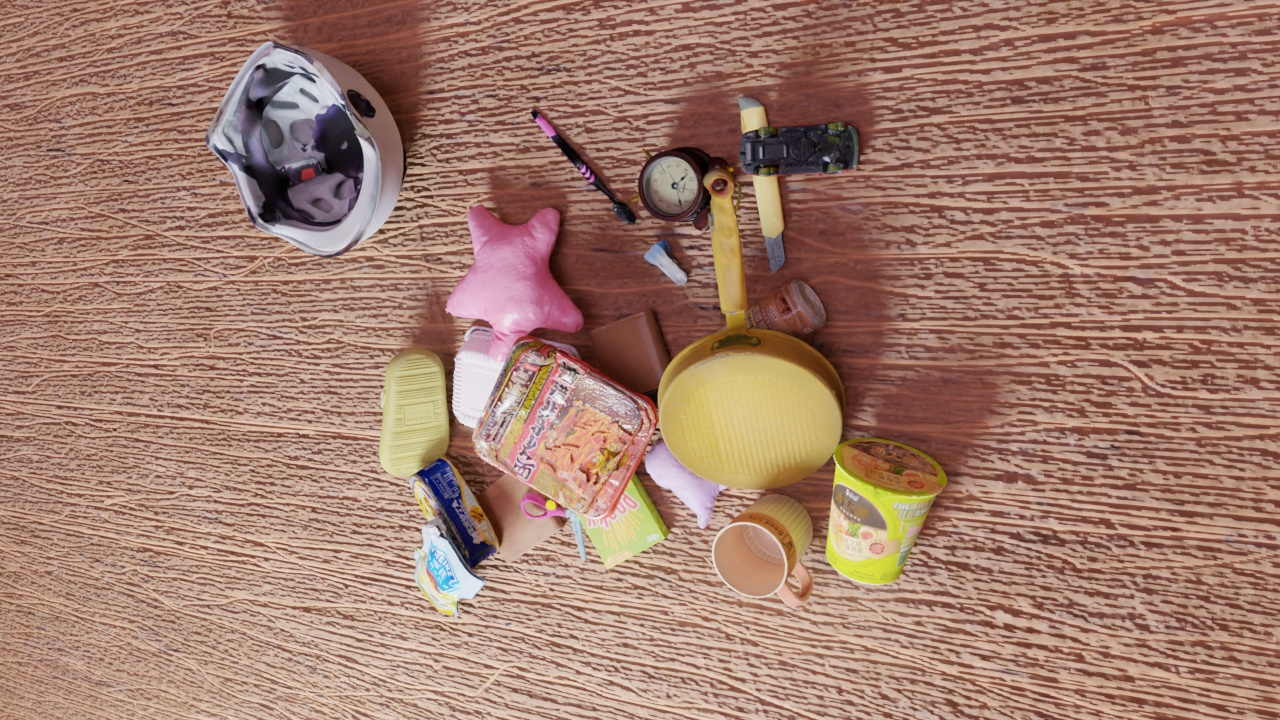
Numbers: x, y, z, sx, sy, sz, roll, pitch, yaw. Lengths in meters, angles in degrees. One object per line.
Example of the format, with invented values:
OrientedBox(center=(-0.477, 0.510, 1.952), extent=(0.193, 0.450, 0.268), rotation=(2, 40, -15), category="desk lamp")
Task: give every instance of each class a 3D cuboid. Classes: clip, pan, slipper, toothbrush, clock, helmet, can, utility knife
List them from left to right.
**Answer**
OrientedBox(center=(-0.390, -0.262, 1.147), extent=(0.258, 0.145, 0.230), rotation=(48, 119, 1), category="helmet")
OrientedBox(center=(-0.302, 0.062, 1.216), extent=(0.081, 0.091, 0.191), rotation=(-128, 41, -54), category="slipper")
OrientedBox(center=(-0.245, 0.202, 1.207), extent=(0.148, 0.049, 0.075), rotation=(60, 147, -2), category="can")
OrientedBox(center=(-0.070, -0.225, 1.064), extent=(0.189, 0.017, 0.014), rotation=(49, 119, 11), category="toothbrush")
OrientedBox(center=(0.032, -0.107, 1.036), extent=(0.027, 0.045, 0.058), rotation=(-40, 91, 25), category="clip")
OrientedBox(center=(0.053, -0.185, 0.988), extent=(0.122, 0.055, 0.082), rotation=(20, 109, 20), category="clock")
OrientedBox(center=(0.102, -0.018, 0.931), extent=(0.198, 0.078, 0.358), rotation=(-5, 126, 13), category="pan")
OrientedBox(center=(0.130, -0.186, 0.968), extent=(0.031, 0.020, 0.188), rotation=(-7, 91, 32), category="utility knife")
OrientedBox(center=(0.135, -0.033, 0.976), extent=(0.117, 0.058, 0.058), rotation=(-35, 84, 28), category="can")

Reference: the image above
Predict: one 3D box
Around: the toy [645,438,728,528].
OrientedBox(center=(0.055, 0.129, 1.064), extent=(0.108, 0.039, 0.084), rotation=(38, 97, 19), category="toy")

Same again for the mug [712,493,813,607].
OrientedBox(center=(0.145, 0.210, 0.995), extent=(0.082, 0.105, 0.114), rotation=(-43, 80, 27), category="mug")

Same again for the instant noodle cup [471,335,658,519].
OrientedBox(center=(-0.080, 0.073, 1.045), extent=(0.189, 0.079, 0.165), rotation=(30, 109, 6), category="instant noodle cup")

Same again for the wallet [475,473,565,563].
OrientedBox(center=(-0.164, 0.201, 1.202), extent=(0.116, 0.020, 0.101), rotation=(-36, 84, 31), category="wallet")

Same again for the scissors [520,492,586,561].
OrientedBox(center=(-0.084, 0.183, 1.152), extent=(0.133, 0.017, 0.131), rotation=(20, 96, 10), category="scissors")

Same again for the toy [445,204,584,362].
OrientedBox(center=(-0.164, -0.099, 1.102), extent=(0.179, 0.074, 0.194), rotation=(-18, 82, 18), category="toy")

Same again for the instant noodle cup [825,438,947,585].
OrientedBox(center=(0.242, 0.160, 0.941), extent=(0.112, 0.111, 0.124), rotation=(18, 116, 23), category="instant noodle cup")

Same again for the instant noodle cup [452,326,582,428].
OrientedBox(center=(-0.163, 0.038, 1.144), extent=(0.174, 0.060, 0.138), rotation=(12, 106, 26), category="instant noodle cup")

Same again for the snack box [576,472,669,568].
OrientedBox(center=(-0.040, 0.165, 1.116), extent=(0.086, 0.026, 0.156), rotation=(-31, 86, 16), category="snack box")

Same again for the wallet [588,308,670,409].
OrientedBox(center=(-0.006, 0.006, 1.073), extent=(0.090, 0.033, 0.115), rotation=(-20, 91, 26), category="wallet")

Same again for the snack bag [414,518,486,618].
OrientedBox(center=(-0.257, 0.276, 1.204), extent=(0.110, 0.038, 0.191), rotation=(57, 149, 14), category="snack bag")

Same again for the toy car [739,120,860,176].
OrientedBox(center=(0.162, -0.214, 0.931), extent=(0.121, 0.045, 0.053), rotation=(0, 99, 12), category="toy car")
